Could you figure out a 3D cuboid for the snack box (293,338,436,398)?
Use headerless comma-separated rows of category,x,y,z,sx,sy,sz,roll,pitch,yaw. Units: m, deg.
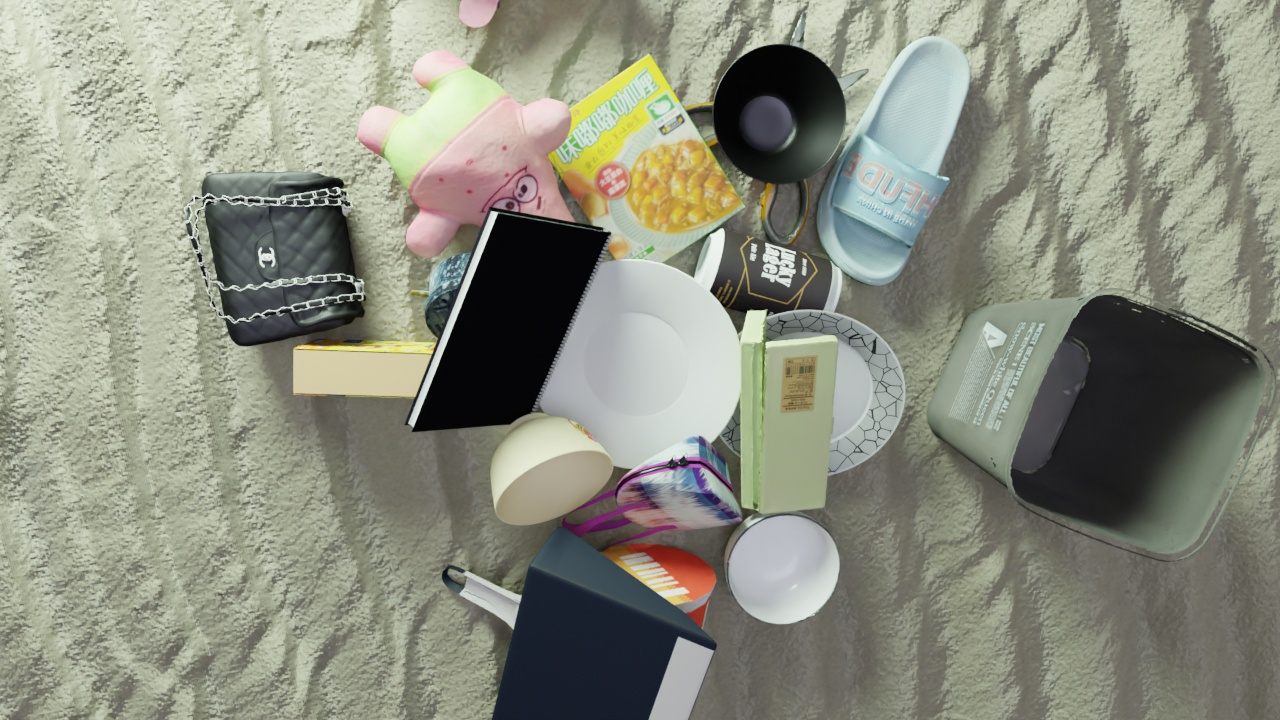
snack box,-0.243,0.006,0.844,0.126,0.088,0.040,2,97,-6

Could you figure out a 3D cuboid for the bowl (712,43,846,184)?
bowl,0.123,-0.224,0.853,0.124,0.052,0.124,-1,96,-7

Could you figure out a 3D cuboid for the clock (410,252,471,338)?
clock,-0.140,-0.058,0.842,0.129,0.052,0.090,-15,142,11

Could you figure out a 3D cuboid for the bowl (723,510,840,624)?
bowl,0.137,0.200,0.921,0.113,0.063,0.113,-1,98,-6

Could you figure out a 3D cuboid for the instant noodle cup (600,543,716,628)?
instant noodle cup,0.006,0.261,0.893,0.123,0.123,0.121,2,104,-6

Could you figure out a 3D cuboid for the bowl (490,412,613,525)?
bowl,-0.094,0.092,0.873,0.118,0.118,0.074,-28,59,-2

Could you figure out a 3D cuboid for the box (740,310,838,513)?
box,0.126,0.049,0.865,0.091,0.083,0.188,-6,120,-10

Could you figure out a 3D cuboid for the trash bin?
trash bin,0.395,0.042,0.848,0.197,0.220,0.197,21,94,-8

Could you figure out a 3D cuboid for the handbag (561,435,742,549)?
handbag,0.003,0.142,0.884,0.170,0.144,0.068,-24,55,15

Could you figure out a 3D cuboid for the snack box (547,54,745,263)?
snack box,0.000,-0.178,0.867,0.132,0.027,0.168,-33,99,10

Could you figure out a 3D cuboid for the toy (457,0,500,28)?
toy,-0.134,-0.395,0.806,0.238,0.088,0.190,19,82,-2

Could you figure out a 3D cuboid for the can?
can,0.121,-0.077,0.880,0.128,0.072,0.072,15,95,-8

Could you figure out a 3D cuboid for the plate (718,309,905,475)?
plate,0.160,0.033,0.899,0.188,0.016,0.189,3,119,6

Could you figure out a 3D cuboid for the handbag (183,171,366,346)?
handbag,-0.315,-0.095,0.812,0.125,0.115,0.153,-8,94,-7

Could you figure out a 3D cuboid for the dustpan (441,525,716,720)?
dustpan,-0.079,0.271,0.862,0.273,0.080,0.237,20,118,9

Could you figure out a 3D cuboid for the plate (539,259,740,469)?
plate,-0.005,0.005,0.885,0.209,0.015,0.209,3,106,10

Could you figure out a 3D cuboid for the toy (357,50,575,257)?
toy,-0.135,-0.163,0.835,0.192,0.096,0.236,-43,110,10

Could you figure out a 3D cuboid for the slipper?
slipper,0.248,-0.193,0.877,0.104,0.074,0.245,22,93,-7

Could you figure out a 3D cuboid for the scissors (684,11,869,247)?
scissors,0.116,-0.226,0.888,0.225,0.016,0.225,7,97,-7

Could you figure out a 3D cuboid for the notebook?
notebook,-0.114,-0.030,0.815,0.016,0.148,0.207,37,111,31
